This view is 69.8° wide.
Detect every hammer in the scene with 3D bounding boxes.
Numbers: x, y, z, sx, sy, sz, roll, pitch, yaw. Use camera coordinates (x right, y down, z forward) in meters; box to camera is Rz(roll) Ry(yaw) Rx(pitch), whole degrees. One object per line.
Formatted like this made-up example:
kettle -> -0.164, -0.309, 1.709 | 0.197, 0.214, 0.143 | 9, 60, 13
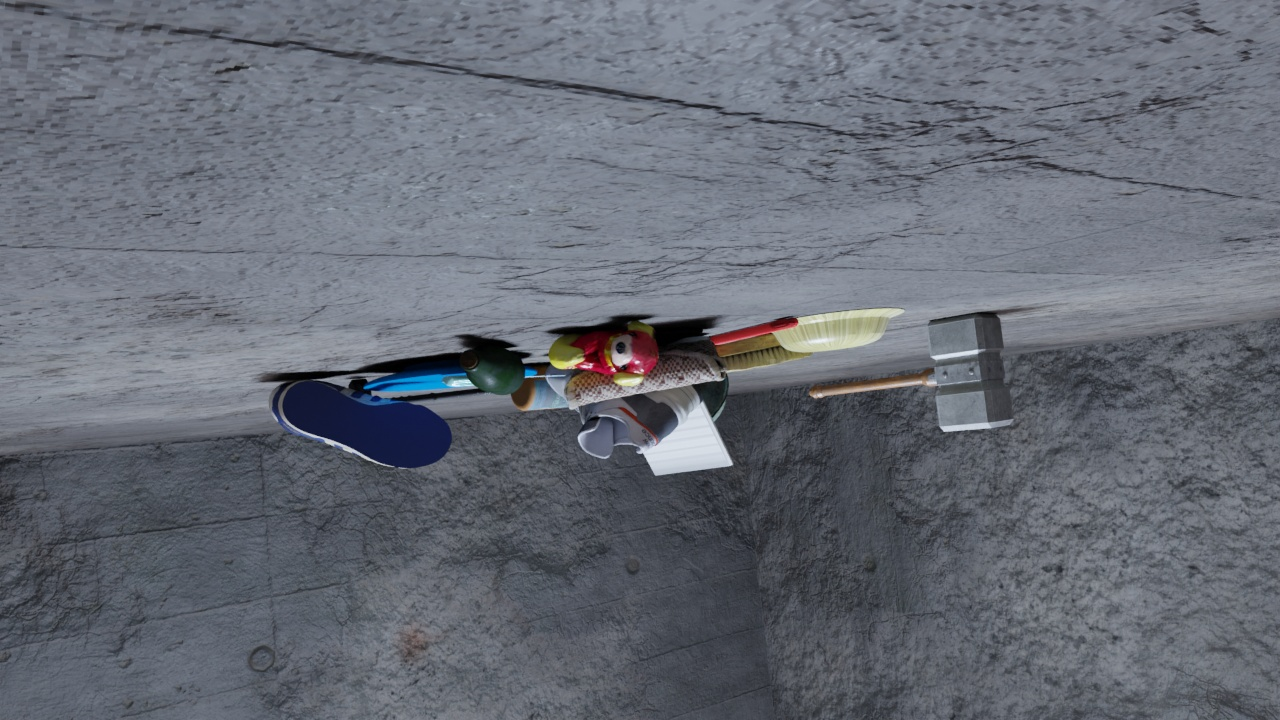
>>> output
hammer -> 0.396, 0.033, 1.419 | 0.319, 0.162, 0.082 | -10, 174, 44
hammer -> -0.275, 0.057, 1.385 | 0.324, 0.095, 0.015 | -6, 146, -46

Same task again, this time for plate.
plate -> -0.250, 0.016, 1.210 | 0.224, 0.024, 0.224 | -6, 175, -1
plate -> 0.245, -0.033, 1.177 | 0.184, 0.036, 0.184 | -6, 176, -1

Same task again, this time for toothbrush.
toothbrush -> 0.124, -0.033, 1.173 | 0.017, 0.012, 0.213 | -3, 175, -33

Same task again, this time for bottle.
bottle -> -0.171, 0.007, 1.022 | 0.055, 0.055, 0.174 | -6, 174, 3
bottle -> -0.118, 0.038, 1.408 | 0.156, 0.068, 0.068 | -3, 175, -39

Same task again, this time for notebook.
notebook -> 0.043, 0.090, 1.435 | 0.143, 0.210, 0.009 | -11, -152, 31

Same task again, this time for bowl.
bowl -> 0.078, 0.066, 1.515 | 0.158, 0.157, 0.038 | -8, 139, 27

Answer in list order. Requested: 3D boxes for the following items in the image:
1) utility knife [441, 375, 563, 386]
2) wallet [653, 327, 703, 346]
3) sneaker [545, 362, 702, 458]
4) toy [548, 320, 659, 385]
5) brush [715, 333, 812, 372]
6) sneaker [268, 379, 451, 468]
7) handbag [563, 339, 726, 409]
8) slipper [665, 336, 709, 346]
utility knife -> -0.165, 0.023, 1.140 | 0.165, 0.015, 0.022 | 0, 173, -33
wallet -> 0.005, -0.024, 1.113 | 0.091, 0.018, 0.116 | -2, 172, -36
sneaker -> -0.049, 0.061, 1.171 | 0.240, 0.089, 0.124 | 5, -134, 35
toy -> -0.033, -0.009, 0.989 | 0.105, 0.067, 0.138 | -12, -171, -44
brush -> 0.157, -0.010, 1.269 | 0.195, 0.043, 0.059 | -10, 179, -21
sneaker -> -0.383, 0.085, 1.226 | 0.232, 0.091, 0.119 | 19, 167, -37
handbag -> 0.004, 0.009, 1.077 | 0.186, 0.047, 0.124 | -10, -170, 2
slipper -> -0.008, 0.007, 1.269 | 0.270, 0.054, 0.098 | -12, 177, 44
